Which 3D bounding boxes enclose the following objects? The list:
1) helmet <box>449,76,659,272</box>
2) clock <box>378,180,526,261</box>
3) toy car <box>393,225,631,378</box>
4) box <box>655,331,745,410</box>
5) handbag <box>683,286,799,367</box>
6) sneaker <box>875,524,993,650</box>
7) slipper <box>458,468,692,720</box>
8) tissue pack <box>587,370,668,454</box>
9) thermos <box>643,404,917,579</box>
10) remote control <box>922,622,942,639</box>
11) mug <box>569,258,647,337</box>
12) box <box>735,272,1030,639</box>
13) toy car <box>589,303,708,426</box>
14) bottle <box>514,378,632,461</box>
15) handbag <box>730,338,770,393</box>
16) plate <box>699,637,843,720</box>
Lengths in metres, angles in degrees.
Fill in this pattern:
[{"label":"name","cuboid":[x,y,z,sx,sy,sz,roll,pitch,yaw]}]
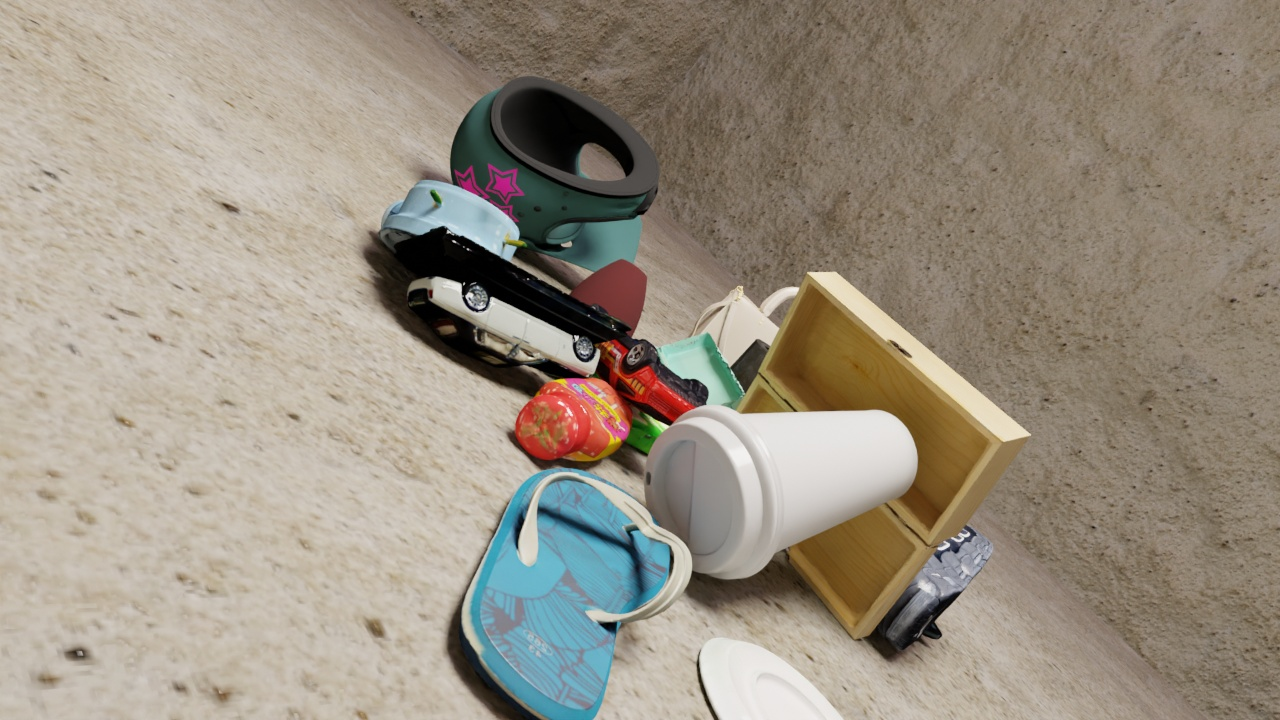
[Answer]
[{"label":"helmet","cuboid":[-0.106,-0.218,1.155,0.274,0.201,0.176,24,60,-12]},{"label":"clock","cuboid":[-0.171,-0.104,0.813,0.118,0.060,0.162,30,-15,-27]},{"label":"toy car","cuboid":[-0.111,-0.032,0.752,0.191,0.071,0.094,27,-19,-36]},{"label":"box","cuboid":[0.037,0.017,1.048,0.138,0.052,0.186,-6,23,-5]},{"label":"handbag","cuboid":[0.162,-0.008,1.212,0.194,0.198,0.101,39,12,-7]},{"label":"sneaker","cuboid":[0.271,0.200,0.972,0.151,0.097,0.252,42,24,22]},{"label":"slipper","cuboid":[-0.028,0.112,0.548,0.118,0.060,0.294,37,12,1]},{"label":"tissue pack","cuboid":[-0.016,0.045,0.881,0.099,0.034,0.114,31,17,-44]},{"label":"thermos","cuboid":[0.124,0.092,0.744,0.221,0.132,0.131,-6,42,-38]},{"label":"remote control","cuboid":[0.266,0.264,0.986,0.140,0.021,0.045,29,19,-27]},{"label":"mug","cuboid":[-0.038,-0.069,1.047,0.087,0.088,0.114,38,-9,-21]},{"label":"box","cuboid":[0.192,0.085,0.870,0.068,0.254,0.247,4,35,-43]},{"label":"toy car","cuboid":[-0.005,0.005,0.838,0.081,0.056,0.189,37,4,-33]},{"label":"bottle","cuboid":[-0.052,0.047,0.724,0.071,0.048,0.134,45,13,10]},{"label":"handbag","cuboid":[0.195,0.055,1.085,0.197,0.199,0.102,42,12,3]},{"label":"plate","cuboid":[0.100,0.237,0.590,0.157,0.014,0.156,38,12,-10]}]
